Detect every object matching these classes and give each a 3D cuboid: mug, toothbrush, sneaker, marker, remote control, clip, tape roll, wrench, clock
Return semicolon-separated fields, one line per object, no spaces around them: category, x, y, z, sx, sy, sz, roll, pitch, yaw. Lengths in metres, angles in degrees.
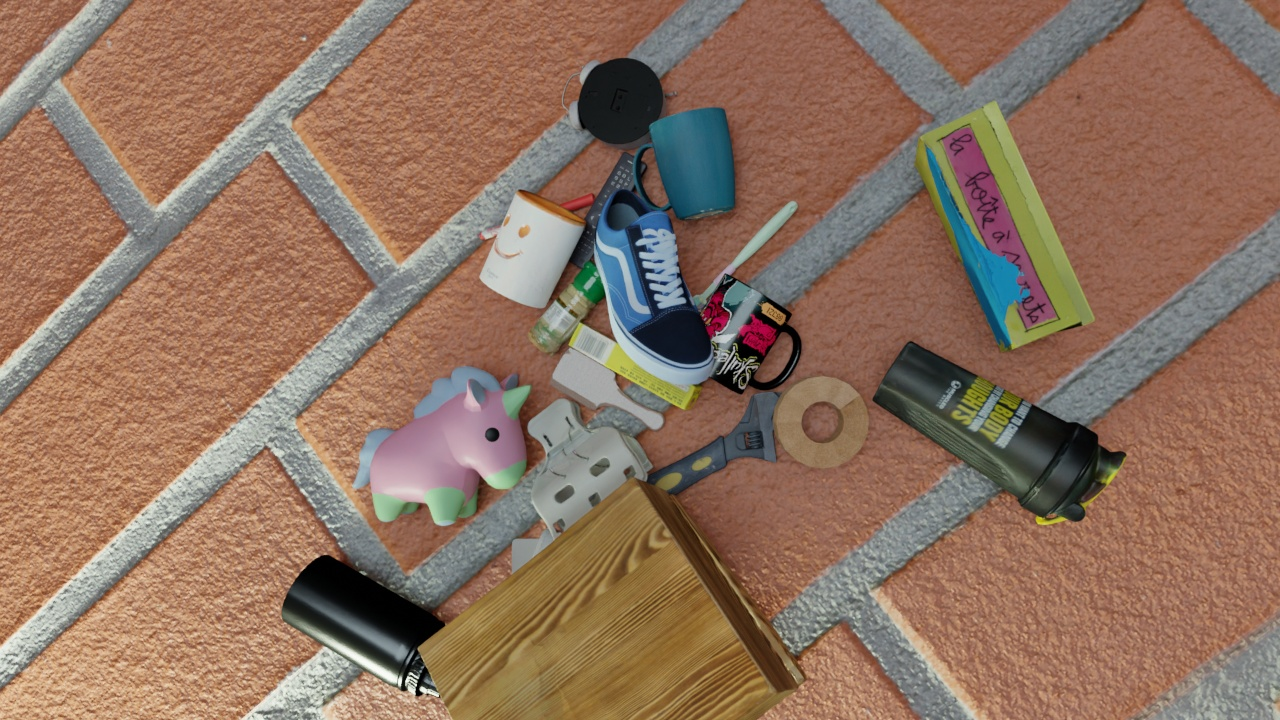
mug;0.111;-0.018;0.954;0.118;0.082;0.098;30;95;-15
toothbrush;0.112;-0.112;0.984;0.022;0.015;0.155;40;99;-23
sneaker;0.008;-0.085;0.911;0.083;0.098;0.241;-9;48;-19
marker;-0.118;-0.162;1.042;0.142;0.012;0.013;-16;84;12
remote control;-0.039;-0.165;1.022;0.032;0.015;0.136;33;98;12
mug;0.046;-0.201;0.973;0.112;0.084;0.104;-11;94;25
clip;-0.060;0.116;1.000;0.126;0.101;0.152;-37;49;7
tape roll;0.185;0.063;0.943;0.094;0.027;0.094;0;90;1
mug;-0.117;-0.121;0.998;0.082;0.082;0.105;30;103;13
wrench;0.057;0.114;0.984;0.274;0.022;0.073;-30;82;10
clock;-0.029;-0.285;1.015;0.123;0.035;0.094;19;92;14

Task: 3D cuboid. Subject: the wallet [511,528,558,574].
wallet;-0.099;0.250;1.008;0.115;0.037;0.118;20;89;13

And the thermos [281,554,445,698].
thermos;-0.292;0.302;1.026;0.199;0.086;0.086;25;93;13

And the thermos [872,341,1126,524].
thermos;0.338;0.068;0.888;0.221;0.098;0.098;32;95;16

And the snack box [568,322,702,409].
snack box;-0.006;0.006;0.994;0.148;0.040;0.029;29;95;13

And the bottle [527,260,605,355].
bottle;-0.076;-0.057;1.013;0.043;0.043;0.111;43;99;11

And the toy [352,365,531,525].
toy;-0.222;0.092;1.012;0.222;0.120;0.171;0;93;17

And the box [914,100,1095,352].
box;0.343;-0.120;0.877;0.079;0.124;0.221;-25;81;13

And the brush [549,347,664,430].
brush;-0.033;0.038;1.015;0.136;0.015;0.050;30;94;7

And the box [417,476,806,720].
box;-0.028;0.288;0.893;0.279;0.192;0.251;-40;65;9
